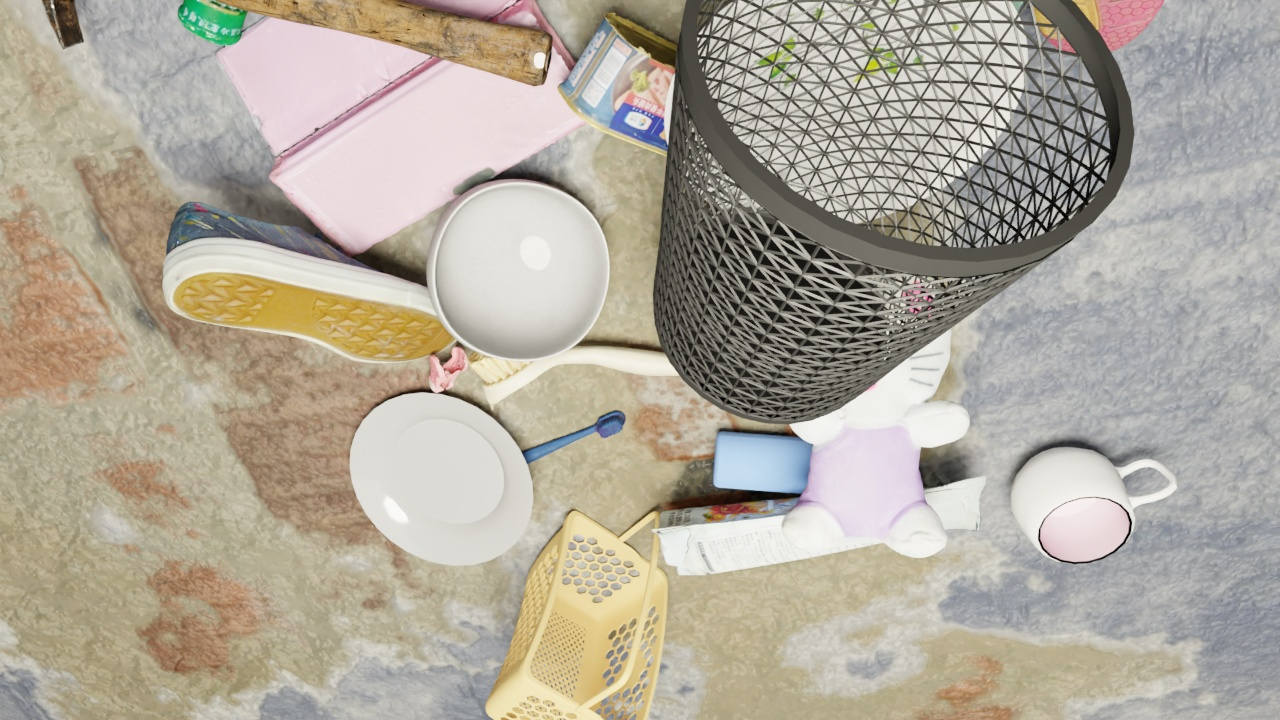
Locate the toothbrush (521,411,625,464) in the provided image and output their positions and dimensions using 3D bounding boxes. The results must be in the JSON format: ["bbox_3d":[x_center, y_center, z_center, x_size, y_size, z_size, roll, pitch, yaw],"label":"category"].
[{"bbox_3d":[-0.097,0.087,0.820,0.190,0.017,0.016,-24,116,18],"label":"toothbrush"}]

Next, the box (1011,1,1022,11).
[{"bbox_3d":[0.155,-0.279,0.568,0.188,0.079,0.078,36,158,-15],"label":"box"}]

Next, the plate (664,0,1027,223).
[{"bbox_3d":[0.129,-0.173,0.601,0.229,0.030,0.230,-2,147,-1],"label":"plate"}]

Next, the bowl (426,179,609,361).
[{"bbox_3d":[-0.093,-0.068,0.684,0.131,0.064,0.132,-4,102,-18],"label":"bowl"}]

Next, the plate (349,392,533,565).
[{"bbox_3d":[-0.176,0.105,0.825,0.173,0.019,0.173,4,112,11],"label":"plate"}]

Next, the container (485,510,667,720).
[{"bbox_3d":[-0.037,0.235,0.808,0.129,0.183,0.167,35,125,-15],"label":"container"}]

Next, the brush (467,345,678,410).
[{"bbox_3d":[-0.004,0.004,0.744,0.272,0.062,0.077,1,126,0],"label":"brush"}]

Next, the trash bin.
[{"bbox_3d":[0.107,-0.084,0.533,0.217,0.216,0.244,14,152,-3],"label":"trash bin"}]

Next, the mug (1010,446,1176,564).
[{"bbox_3d":[0.369,0.109,0.753,0.124,0.076,0.090,-22,117,18],"label":"mug"}]

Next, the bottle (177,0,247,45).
[{"bbox_3d":[-0.270,-0.266,0.607,0.042,0.042,0.110,29,118,-12],"label":"bottle"}]

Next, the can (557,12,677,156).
[{"bbox_3d":[0.002,-0.180,0.607,0.099,0.054,0.059,8,129,-44],"label":"can"}]

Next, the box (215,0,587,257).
[{"bbox_3d":[-0.169,-0.189,0.640,0.233,0.055,0.180,-26,114,20],"label":"box"}]

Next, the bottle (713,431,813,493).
[{"bbox_3d":[0.129,0.089,0.780,0.131,0.048,0.048,4,121,3],"label":"bottle"}]

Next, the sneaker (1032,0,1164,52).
[{"bbox_3d":[0.277,-0.296,0.523,0.116,0.090,0.242,-2,140,13],"label":"sneaker"}]

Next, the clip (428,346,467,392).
[{"bbox_3d":[-0.166,0.011,0.763,0.022,0.035,0.058,58,148,14],"label":"clip"}]

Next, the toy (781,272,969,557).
[{"bbox_3d":[0.172,0.039,0.687,0.138,0.085,0.209,0,82,14],"label":"toy"}]

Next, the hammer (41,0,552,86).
[{"bbox_3d":[-0.220,-0.223,0.585,0.330,0.033,0.120,14,122,-1],"label":"hammer"}]

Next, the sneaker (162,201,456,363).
[{"bbox_3d":[-0.230,-0.059,0.674,0.088,0.079,0.235,-34,151,28],"label":"sneaker"}]

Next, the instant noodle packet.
[{"bbox_3d":[0.155,0.139,0.793,0.269,0.057,0.147,-12,155,12],"label":"instant noodle packet"}]
